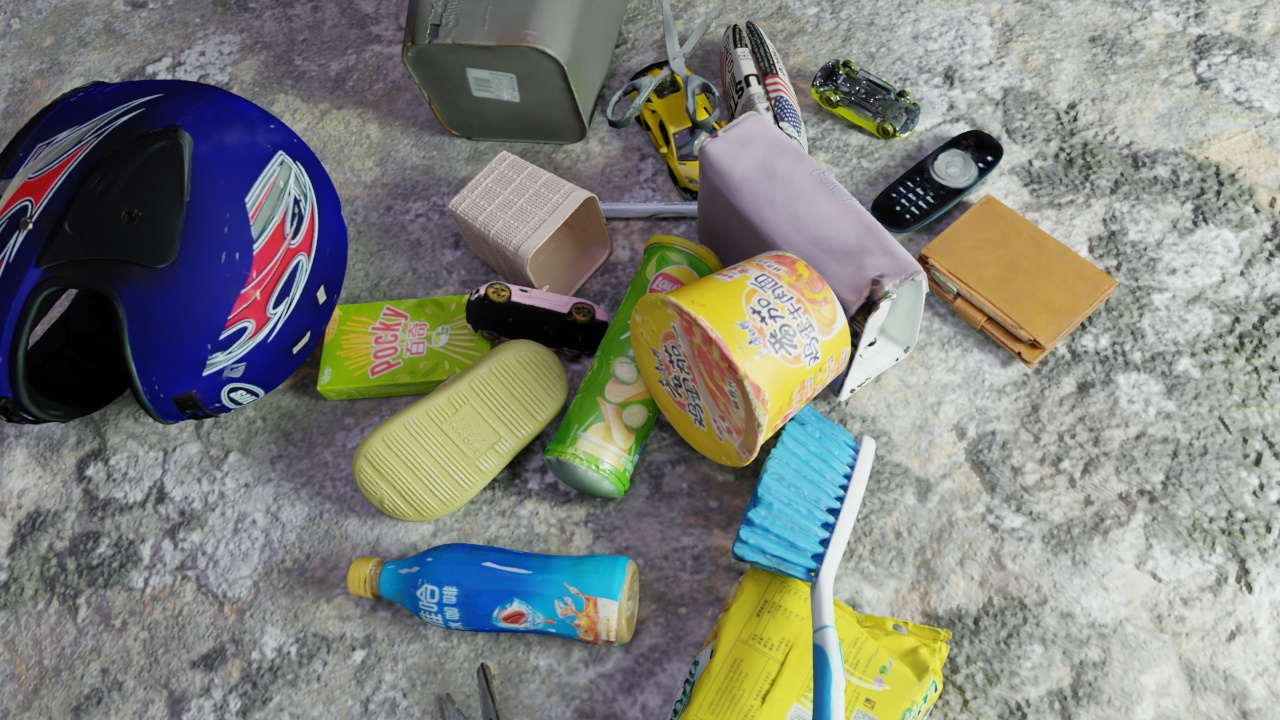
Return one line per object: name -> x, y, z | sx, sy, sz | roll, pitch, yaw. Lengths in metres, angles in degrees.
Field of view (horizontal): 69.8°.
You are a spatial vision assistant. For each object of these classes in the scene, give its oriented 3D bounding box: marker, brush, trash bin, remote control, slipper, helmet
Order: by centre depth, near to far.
brush -> 0.109, 0.145, 0.610 | 0.109, 0.061, 0.313 | 24, 43, 10
slipper -> -0.141, 0.054, 0.746 | 0.190, 0.081, 0.091 | -36, 100, 3
helmet -> -0.380, -0.067, 0.752 | 0.240, 0.247, 0.315 | 24, 78, 1
remote control -> 0.260, -0.154, 0.809 | 0.136, 0.024, 0.053 | -37, 63, -11
marker -> 0.019, -0.139, 0.844 | 0.146, 0.017, 0.016 | 1, 64, 9
trash bin -> -0.116, -0.344, 0.876 | 0.199, 0.199, 0.219 | 5, 71, 11

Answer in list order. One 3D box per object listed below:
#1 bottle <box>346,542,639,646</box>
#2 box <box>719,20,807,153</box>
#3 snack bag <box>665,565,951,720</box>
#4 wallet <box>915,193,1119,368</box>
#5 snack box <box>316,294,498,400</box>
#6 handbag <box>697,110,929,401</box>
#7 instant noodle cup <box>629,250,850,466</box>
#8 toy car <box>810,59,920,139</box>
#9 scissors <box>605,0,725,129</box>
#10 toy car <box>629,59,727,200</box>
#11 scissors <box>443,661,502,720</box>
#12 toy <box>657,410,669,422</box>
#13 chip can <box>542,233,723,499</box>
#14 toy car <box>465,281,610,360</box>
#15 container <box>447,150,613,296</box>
bottle -> -0.112, 0.170, 0.686 | 0.219, 0.065, 0.065 | 3, 64, 11
box -> 0.124, -0.252, 0.856 | 0.081, 0.075, 0.163 | -8, 60, -5
snack bag -> 0.092, 0.258, 0.609 | 0.158, 0.068, 0.246 | 25, 69, 19
wallet -> 0.304, -0.069, 0.756 | 0.107, 0.031, 0.132 | -40, 64, -14
snack box -> -0.204, -0.012, 0.812 | 0.156, 0.026, 0.085 | -4, 63, 8
handbag -> 0.134, -0.088, 0.729 | 0.098, 0.145, 0.197 | -36, 65, -6
instant noodle cup -> 0.076, -0.008, 0.665 | 0.109, 0.138, 0.138 | -30, 62, -24
toy car -> 0.209, -0.240, 0.856 | 0.105, 0.032, 0.048 | 31, 72, 9
scissors -> 0.031, -0.278, 0.867 | 0.159, 0.014, 0.181 | -27, 57, 3
toy car -> 0.043, -0.220, 0.867 | 0.071, 0.041, 0.155 | -23, 64, -3
scissors -> -0.077, 0.314, 0.613 | 0.222, 0.015, 0.189 | 4, 84, 42
toy -> 0.069, 0.016, 0.748 | 0.084, 0.039, 0.107 | 15, 67, 38
chip can -> -0.004, 0.004, 0.746 | 0.072, 0.073, 0.220 | 19, 69, 17
toy car -> -0.086, -0.037, 0.777 | 0.122, 0.056, 0.037 | 13, 44, -8
container -> -0.100, -0.117, 0.814 | 0.111, 0.090, 0.089 | 33, 73, 25
